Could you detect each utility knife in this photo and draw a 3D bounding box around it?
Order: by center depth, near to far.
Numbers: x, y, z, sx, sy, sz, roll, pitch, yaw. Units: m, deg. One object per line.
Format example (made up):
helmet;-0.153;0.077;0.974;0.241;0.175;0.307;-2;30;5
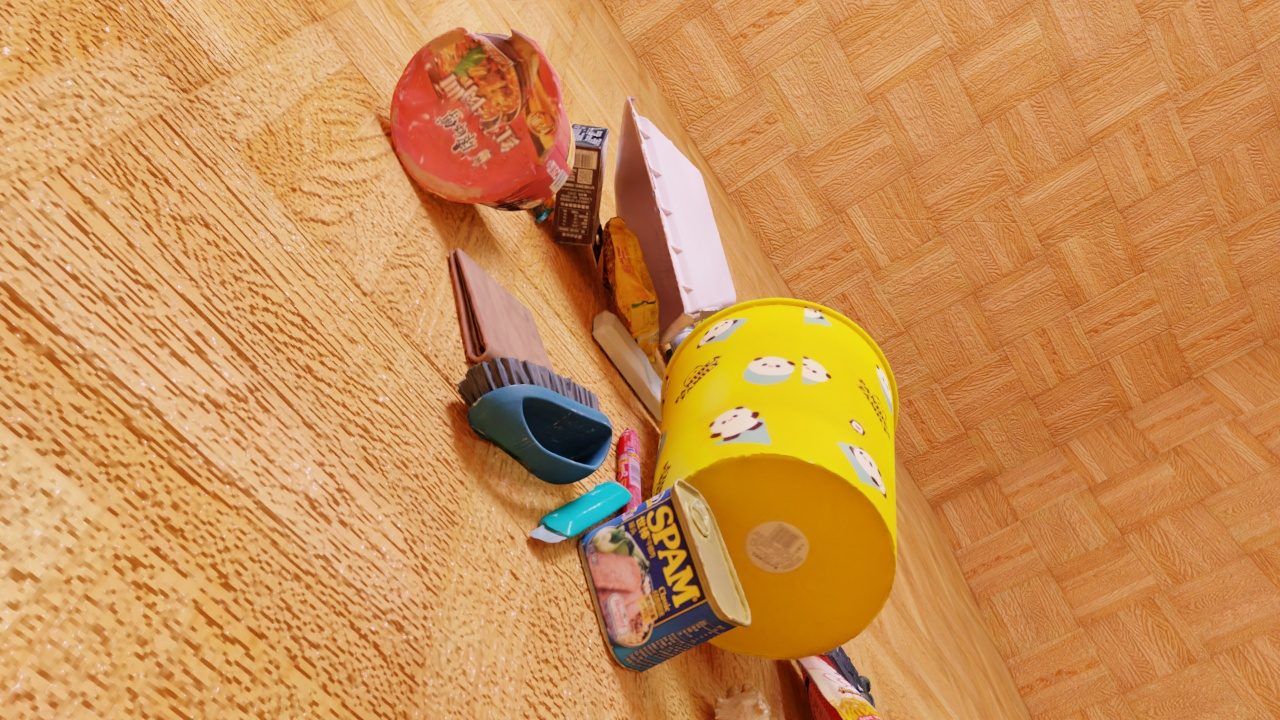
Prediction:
utility knife;-0.039;0.105;0.643;0.029;0.013;0.171;26;10;14

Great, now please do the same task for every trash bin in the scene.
trash bin;0.112;0.097;0.782;0.229;0.230;0.254;55;22;-15

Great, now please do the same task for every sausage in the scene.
sausage;-0.009;0.101;0.743;0.020;0.020;0.155;52;17;-26

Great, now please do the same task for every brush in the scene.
brush;-0.062;0.046;0.607;0.143;0.055;0.073;32;29;-60
brush;0.121;0.320;0.702;0.255;0.046;0.083;52;6;-41

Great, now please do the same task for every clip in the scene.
clip;-0.102;-0.156;0.946;0.046;0.014;0.057;55;16;-12

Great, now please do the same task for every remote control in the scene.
remote control;-0.005;0.005;0.928;0.125;0.024;0.049;54;16;-22

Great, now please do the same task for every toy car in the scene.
toy car;0.196;0.315;0.940;0.120;0.045;0.052;55;17;5

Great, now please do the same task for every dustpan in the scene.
dustpan;0.002;-0.119;0.983;0.273;0.139;0.222;9;66;-67

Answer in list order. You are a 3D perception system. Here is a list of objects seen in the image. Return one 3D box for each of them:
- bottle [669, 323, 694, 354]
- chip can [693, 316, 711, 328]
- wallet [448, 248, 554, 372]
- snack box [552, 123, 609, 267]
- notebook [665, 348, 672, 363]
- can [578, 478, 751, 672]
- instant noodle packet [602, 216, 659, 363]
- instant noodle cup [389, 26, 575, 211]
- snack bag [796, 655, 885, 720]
bottle;0.073;0.025;1.066;0.080;0.044;0.194;38;24;-59
chip can;0.125;0.002;1.262;0.221;0.073;0.072;59;15;-4
wallet;-0.100;-0.021;0.687;0.101;0.020;0.115;43;19;-50
snack box;-0.060;-0.178;0.979;0.113;0.053;0.126;-84;-177;-66
notebook;0.086;0.095;1.078;0.150;0.012;0.208;47;19;-35
can;0.014;0.144;0.608;0.057;0.083;0.102;40;24;-52
instant noodle packet;-0.011;-0.070;0.972;0.111;0.044;0.128;82;-9;-55
instant noodle cup;-0.117;-0.183;0.744;0.138;0.138;0.108;61;7;7
snack bag;0.181;0.323;0.809;0.128;0.073;0.208;57;-2;-6
